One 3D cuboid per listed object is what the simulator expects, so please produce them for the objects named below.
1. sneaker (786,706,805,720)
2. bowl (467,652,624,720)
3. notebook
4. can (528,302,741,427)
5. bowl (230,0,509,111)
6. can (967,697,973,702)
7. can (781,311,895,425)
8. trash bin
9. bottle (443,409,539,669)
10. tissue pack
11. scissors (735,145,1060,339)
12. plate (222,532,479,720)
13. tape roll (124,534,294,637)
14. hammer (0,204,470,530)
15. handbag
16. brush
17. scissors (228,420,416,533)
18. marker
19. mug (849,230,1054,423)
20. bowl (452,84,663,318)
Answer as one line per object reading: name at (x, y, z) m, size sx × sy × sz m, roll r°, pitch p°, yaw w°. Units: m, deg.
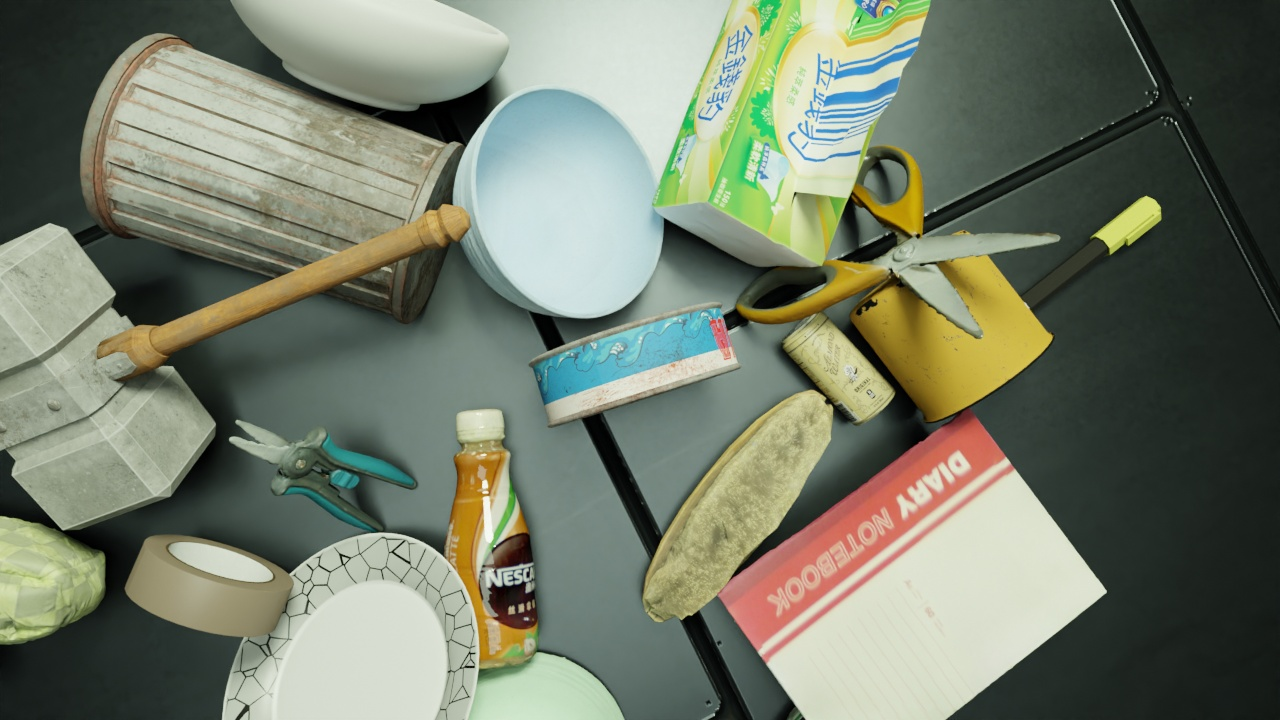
sneaker at (0.109, 0.302, 0.605) m, size 0.084 × 0.079 × 0.235 m, roll 42°, pitch 84°, yaw 1°
bowl at (-0.079, 0.273, 0.597) m, size 0.151 × 0.077 × 0.151 m, roll 0°, pitch 87°, yaw -5°
notebook at (0.176, 0.151, 0.596) m, size 0.208 × 0.012 × 0.153 m, roll -36°, pitch 87°, yaw -5°
can at (-0.003, 0.003, 0.591) m, size 0.130 × 0.130 × 0.044 m, roll -17°, pitch 87°, yaw -5°
bowl at (-0.177, -0.204, 0.585) m, size 0.176 × 0.176 × 0.066 m, roll 21°, pitch 110°, yaw -2°
can at (0.212, 0.159, 0.632) m, size 0.092 × 0.056 × 0.116 m, roll 41°, pitch 85°, yaw 1°
can at (0.138, 0.005, 0.646) m, size 0.038 × 0.038 × 0.079 m, roll -43°, pitch 90°, yaw -5°
trash bin at (-0.232, -0.114, 0.586) m, size 0.211 × 0.131 × 0.130 m, roll 19°, pitch 85°, yaw -4°
bottle at (-0.103, 0.117, 0.614) m, size 0.059 × 0.059 × 0.167 m, roll -5°, pitch 84°, yaw -4°
tissue pack at (0.112, -0.164, 0.590) m, size 0.120 × 0.141 × 0.197 m, roll 17°, pitch 88°, yaw -29°
scissors at (0.151, -0.065, 0.597) m, size 0.217 × 0.225 × 0.016 m, roll -35°, pitch 124°, yaw 17°
plate at (-0.182, 0.204, 0.584) m, size 0.189 × 0.016 × 0.188 m, roll -11°, pitch 59°, yaw 18°
tape roll at (-0.272, 0.142, 0.584) m, size 0.093 × 0.094 × 0.030 m, roll 22°, pitch 85°, yaw -2°
hammer at (-0.240, -0.026, 0.529) m, size 0.318 × 0.082 × 0.163 m, roll -20°, pitch 118°, yaw 12°
handbag at (-0.438, 0.152, 0.566) m, size 0.186 × 0.113 × 0.117 m, roll 10°, pitch 93°, yaw -4°
brush at (0.067, 0.100, 0.632) m, size 0.059 × 0.043 × 0.195 m, roll 39°, pitch 86°, yaw 0°
scissors at (-0.196, 0.069, 0.585) m, size 0.019 × 0.143 × 0.127 m, roll 31°, pitch 123°, yaw 36°
marker at (0.329, -0.076, 0.672) m, size 0.124 × 0.021 × 0.017 m, roll -37°, pitch 134°, yaw -4°
mug at (0.213, -0.029, 0.630) m, size 0.094 × 0.101 × 0.123 m, roll 53°, pitch 44°, yaw 3°
bowl at (-0.064, -0.097, 0.610) m, size 0.150 × 0.075 × 0.150 m, roll 6°, pitch 80°, yaw -39°
